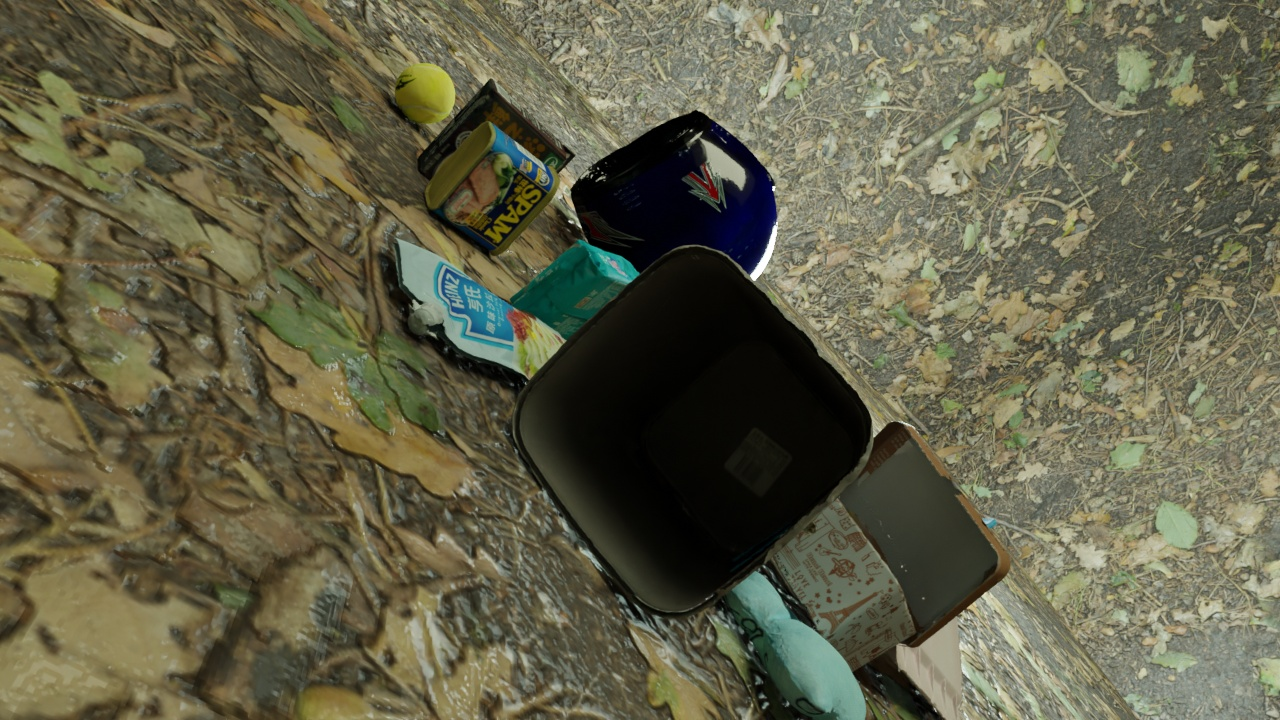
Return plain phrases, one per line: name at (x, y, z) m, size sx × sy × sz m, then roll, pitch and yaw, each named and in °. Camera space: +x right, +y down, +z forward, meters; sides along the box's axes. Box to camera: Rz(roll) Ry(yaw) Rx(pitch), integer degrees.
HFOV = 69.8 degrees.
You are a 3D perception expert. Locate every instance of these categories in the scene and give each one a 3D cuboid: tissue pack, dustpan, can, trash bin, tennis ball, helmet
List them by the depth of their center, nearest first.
trash bin at (0.058, 0.060, 0.685) m, size 0.198 × 0.199 × 0.219 m, roll 50°, pitch 8°, yaw 19°
tissue pack at (-0.057, -0.063, 0.863) m, size 0.050 × 0.093 × 0.133 m, roll 56°, pitch 15°, yaw 15°
can at (-0.142, -0.163, 0.870) m, size 0.083 × 0.102 × 0.057 m, roll 33°, pitch 20°, yaw -37°
dustpan at (0.255, 0.257, 1.004) m, size 0.222 × 0.139 × 0.272 m, roll 52°, pitch 39°, yaw -36°
tennis ball at (-0.239, -0.296, 1.017) m, size 0.065 × 0.065 × 0.065 m, roll 44°, pitch 14°, yaw -14°
helmet at (0.051, -0.188, 1.264) m, size 0.240 × 0.247 × 0.316 m, roll 57°, pitch -14°, yaw -18°

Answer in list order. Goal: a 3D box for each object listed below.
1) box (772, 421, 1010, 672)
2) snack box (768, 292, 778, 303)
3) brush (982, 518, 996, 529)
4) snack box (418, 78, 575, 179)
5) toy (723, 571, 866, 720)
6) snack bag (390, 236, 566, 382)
box at (0.211, 0.154, 0.825) m, size 0.182 × 0.187 × 0.155 m, roll 59°, pitch 2°, yaw 40°
snack box at (0.097, 0.007, 0.982) m, size 0.209 × 0.070 × 0.157 m, roll -5°, pitch 58°, yaw -45°
brush at (0.236, 0.135, 0.942) m, size 0.255 × 0.046 × 0.083 m, roll 15°, pitch 16°, yaw 41°
snack box at (-0.145, -0.205, 0.948) m, size 0.125 × 0.113 × 0.053 m, roll 38°, pitch 18°, yaw -31°
toy at (0.118, 0.222, 0.692) m, size 0.156 × 0.050 × 0.161 m, roll 44°, pitch 4°, yaw 17°
snack bag at (-0.111, -0.022, 0.707) m, size 0.191 × 0.039 × 0.110 m, roll 34°, pitch 30°, yaw -41°
